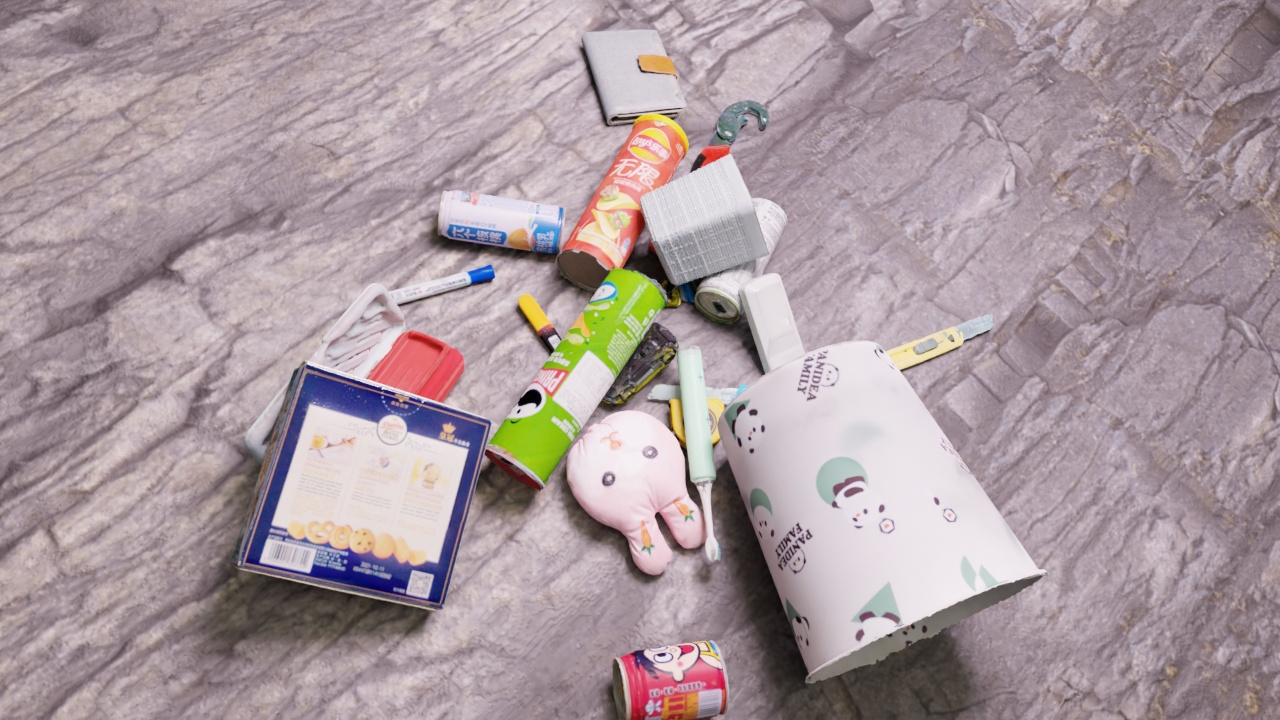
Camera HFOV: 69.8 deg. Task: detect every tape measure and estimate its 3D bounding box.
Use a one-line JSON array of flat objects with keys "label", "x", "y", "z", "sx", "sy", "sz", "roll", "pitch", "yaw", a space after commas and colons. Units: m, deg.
[{"label": "tape measure", "x": 0.060, "y": 0.067, "z": 0.959, "sx": 0.060, "sy": 0.029, "sz": 0.057, "roll": -3, "pitch": 67, "yaw": -4}]

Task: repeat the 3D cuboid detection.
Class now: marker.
[{"label": "marker", "x": -0.226, "y": -0.076, "z": 0.977, "sx": 0.145, "sy": 0.017, "sz": 0.017, "roll": -18, "pitch": 70, "yaw": -18}, {"label": "marker", "x": -0.093, "y": -0.020, "z": 0.979, "sx": 0.018, "sy": 0.015, "sz": 0.124, "roll": -31, "pitch": 77, "yaw": -21}]

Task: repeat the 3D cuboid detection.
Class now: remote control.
[{"label": "remote control", "x": 0.147, "y": -0.031, "z": 0.996, "sx": 0.049, "sy": 0.024, "sz": 0.125, "roll": -24, "pitch": 104, "yaw": -19}]

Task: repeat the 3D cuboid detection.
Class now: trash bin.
[{"label": "trash bin", "x": 0.203, "y": 0.135, "z": 0.857, "sx": 0.229, "sy": 0.230, "sz": 0.251, "roll": -16, "pitch": 63, "yaw": -18}]

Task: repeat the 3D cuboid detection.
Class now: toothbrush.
[{"label": "toothbrush", "x": 0.060, "y": 0.090, "z": 0.918, "sx": 0.026, "sy": 0.027, "sz": 0.224, "roll": -17, "pitch": 65, "yaw": 25}]

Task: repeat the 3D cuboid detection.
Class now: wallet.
[{"label": "wallet", "x": -0.007, "y": -0.358, "z": 1.140, "sx": 0.106, "sy": 0.037, "sz": 0.129, "roll": -11, "pitch": 68, "yaw": -15}]

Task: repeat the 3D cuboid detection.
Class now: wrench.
[{"label": "wrench", "x": 0.081, "y": -0.226, "z": 1.108, "sx": 0.056, "sy": 0.016, "sz": 0.272, "roll": 30, "pitch": 63, "yaw": 4}]

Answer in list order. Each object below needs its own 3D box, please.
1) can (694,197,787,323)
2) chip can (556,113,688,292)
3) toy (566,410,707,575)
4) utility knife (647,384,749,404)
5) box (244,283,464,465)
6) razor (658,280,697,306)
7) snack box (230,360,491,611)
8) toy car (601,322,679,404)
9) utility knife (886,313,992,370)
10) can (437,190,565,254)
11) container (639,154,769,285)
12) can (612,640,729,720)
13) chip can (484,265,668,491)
[{"label": "can", "x": 0.115, "y": -0.114, "z": 1.038, "sx": 0.058, "sy": 0.058, "sz": 0.146, "roll": 27, "pitch": 64, "yaw": 2}, {"label": "chip can", "x": -0.017, "y": -0.179, "z": 1.036, "sx": 0.073, "sy": 0.073, "sz": 0.216, "roll": 25, "pitch": 64, "yaw": 1}, {"label": "toy", "x": 0.000, "y": 0.127, "z": 0.909, "sx": 0.121, "sy": 0.054, "sz": 0.159, "roll": -33, "pitch": 83, "yaw": -22}, {"label": "utility knife", "x": 0.124, "y": 0.041, "z": 0.985, "sx": 0.234, "sy": 0.034, "sz": 0.018, "roll": 4, "pitch": 22, "yaw": -7}, {"label": "box", "x": -0.265, "y": 0.035, "z": 0.870, "sx": 0.110, "sy": 0.100, "sz": 0.201, "roll": 25, "pitch": 63, "yaw": 13}, {"label": "razor", "x": 0.004, "y": -0.052, "z": 1.008, "sx": 0.142, "sy": 0.022, "sz": 0.043, "roll": -37, "pitch": 113, "yaw": -23}, {"label": "snack box", "x": -0.243, "y": 0.115, "z": 0.820, "sx": 0.177, "sy": 0.046, "sz": 0.182, "roll": 21, "pitch": 72, "yaw": -25}, {"label": "toy car", "x": -0.006, "y": 0.006, "z": 0.974, "sx": 0.105, "sy": 0.032, "sz": 0.048, "roll": -42, "pitch": 72, "yaw": -13}, {"label": "utility knife", "x": 0.331, "y": -0.017, "z": 1.062, "sx": 0.201, "sy": 0.021, "sz": 0.031, "roll": -18, "pitch": 76, "yaw": -23}, {"label": "can", "x": -0.152, "y": -0.152, "z": 1.006, "sx": 0.134, "sy": 0.053, "sz": 0.053, "roll": 8, "pitch": 64, "yaw": -7}, {"label": "container", "x": 0.066, "y": -0.146, "z": 0.984, "sx": 0.111, "sy": 0.090, "sz": 0.089, "roll": -22, "pitch": 49, "yaw": 7}, {"label": "can", "x": 0.026, "y": 0.292, "z": 0.826, "sx": 0.093, "sy": 0.067, "sz": 0.066, "roll": -5, "pitch": 66, "yaw": -13}, {"label": "chip can", "x": -0.062, "y": 0.014, "z": 0.918, "sx": 0.072, "sy": 0.072, "sz": 0.235, "roll": 33, "pitch": 72, "yaw": 5}]
